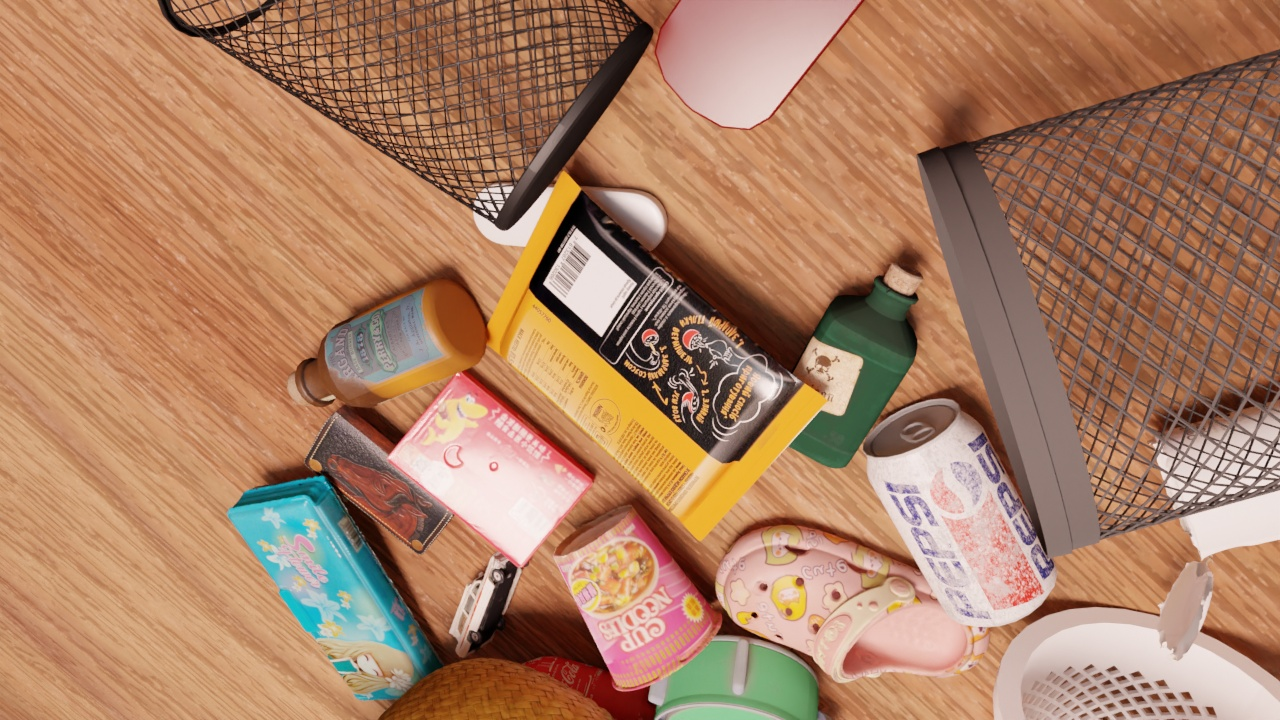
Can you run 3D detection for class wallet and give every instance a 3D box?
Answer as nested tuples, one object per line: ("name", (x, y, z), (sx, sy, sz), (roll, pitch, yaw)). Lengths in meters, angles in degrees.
("wallet", (-0.205, 0.096, 0.731), (0.123, 0.019, 0.072), (39, 126, -2))

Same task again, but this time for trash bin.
("trash bin", (-0.119, -0.193, 0.518), (0.210, 0.183, 0.184), (37, 117, -8))
("trash bin", (0.314, 0.306, 0.605), (0.195, 0.195, 0.200), (10, 124, 12))
("trash bin", (0.281, -0.037, 0.446), (0.228, 0.217, 0.218), (-18, 106, 18))

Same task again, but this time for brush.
("brush", (0.083, -0.215, 0.519), (0.082, 0.041, 0.174), (39, 117, -2))

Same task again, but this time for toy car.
("toy car", (-0.128, 0.194, 0.759), (0.039, 0.039, 0.113), (34, 119, 24))

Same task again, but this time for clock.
("clock", (0.083, 0.280, 0.702), (0.122, 0.075, 0.161), (-21, 125, 30))

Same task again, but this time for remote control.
("remote control", (-0.049, -0.097, 0.624), (0.136, 0.013, 0.043), (6, 114, 14))

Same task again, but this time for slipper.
("slipper", (0.148, 0.183, 0.648), (0.197, 0.081, 0.093), (13, 114, 8))

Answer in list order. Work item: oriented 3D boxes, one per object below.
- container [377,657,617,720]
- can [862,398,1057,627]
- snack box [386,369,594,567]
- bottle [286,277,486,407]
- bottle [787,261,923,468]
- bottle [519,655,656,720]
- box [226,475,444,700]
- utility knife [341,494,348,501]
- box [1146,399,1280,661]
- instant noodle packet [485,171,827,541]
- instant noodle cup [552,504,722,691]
("container", (-0.098, 0.378, 0.702), (0.307, 0.196, 0.308), (22, 138, 21))
("can", (0.206, 0.099, 0.596), (0.078, 0.078, 0.136), (-26, 103, 24))
("snack box", (-0.113, 0.082, 0.697), (0.133, 0.021, 0.089), (40, 95, -3))
("bottle", (-0.194, -0.003, 0.676), (0.157, 0.067, 0.068), (-21, 105, 23))
("bottle", (0.137, -0.002, 0.583), (0.061, 0.061, 0.131), (28, 117, 6))
("bottle", (-0.052, 0.274, 0.766), (0.142, 0.041, 0.042), (11, 115, 12))
("box", (-0.253, 0.199, 0.783), (0.094, 0.041, 0.227), (-12, 116, 24))
("utility knife", (-0.203, 0.088, 0.748), (0.126, 0.015, 0.022), (-28, 103, 28))
("box", (0.359, 0.101, 0.542), (0.140, 0.083, 0.141), (-18, 94, 23))
("instant noodle packet", (-0.004, 0.004, 0.616), (0.221, 0.032, 0.160), (42, 130, 10))
("instant noodle cup", (-0.008, 0.171, 0.686), (0.098, 0.097, 0.108), (-29, 95, 25))
